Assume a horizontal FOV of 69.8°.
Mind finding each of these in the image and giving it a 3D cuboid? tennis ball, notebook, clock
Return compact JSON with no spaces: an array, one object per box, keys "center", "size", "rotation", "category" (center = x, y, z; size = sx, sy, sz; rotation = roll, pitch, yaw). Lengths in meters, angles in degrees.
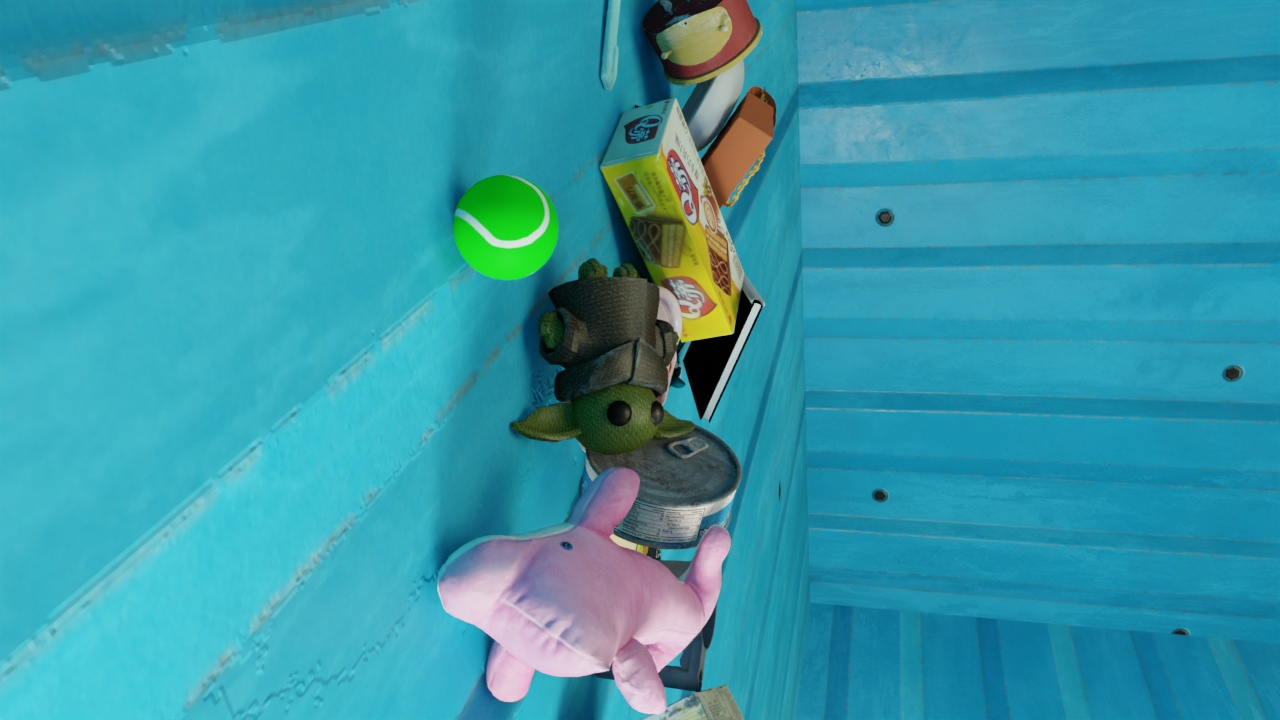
[{"center":[-0.084,-0.083,0.574],"size":[0.065,0.065,0.065],"rotation":[2,89,-75],"category":"tennis ball"},{"center":[0.094,-0.031,1.089],"size":[0.206,0.016,0.149],"rotation":[-99,-149,-71],"category":"notebook"},{"center":[0.063,-0.379,1.001],"size":[0.081,0.117,0.158],"rotation":[54,28,-38],"category":"clock"}]

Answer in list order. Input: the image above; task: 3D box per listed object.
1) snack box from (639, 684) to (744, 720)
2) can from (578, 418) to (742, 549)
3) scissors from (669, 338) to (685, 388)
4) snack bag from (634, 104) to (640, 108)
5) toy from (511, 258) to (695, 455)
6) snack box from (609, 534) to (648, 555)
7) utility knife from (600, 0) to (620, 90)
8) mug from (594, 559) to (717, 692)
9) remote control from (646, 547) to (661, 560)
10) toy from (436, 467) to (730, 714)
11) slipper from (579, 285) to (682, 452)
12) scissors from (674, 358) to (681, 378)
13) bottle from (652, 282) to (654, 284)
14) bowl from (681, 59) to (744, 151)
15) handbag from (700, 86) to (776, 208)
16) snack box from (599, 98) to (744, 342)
[{"center":[0.011,0.338,0.810],"size":[0.042,0.145,0.144],"rotation":[64,6,21],"category":"snack box"},{"center":[0.016,0.097,0.760],"size":[0.129,0.130,0.044],"rotation":[-60,163,-61],"category":"can"},{"center":[0.040,-0.003,1.085],"size":[0.155,0.019,0.124],"rotation":[67,34,-66],"category":"scissors"},{"center":[0.035,-0.186,1.016],"size":[0.016,0.070,0.197],"rotation":[-38,137,-26],"category":"snack bag"},{"center":[-0.023,-0.002,0.729],"size":[0.179,0.078,0.152],"rotation":[3,78,-41],"category":"toy"},{"center":[-0.013,0.148,0.843],"size":[0.088,0.040,0.126],"rotation":[-60,162,-61],"category":"snack box"},{"center":[-0.024,-0.340,0.872],"size":[0.022,0.015,0.165],"rotation":[29,65,-74],"category":"utility knife"},{"center":[0.015,0.254,0.892],"size":[0.084,0.104,0.123],"rotation":[70,26,-54],"category":"mug"},{"center":[0.014,0.205,1.056],"size":[0.033,0.015,0.146],"rotation":[23,69,-74],"category":"remote control"},{"center":[-0.020,0.179,0.625],"size":[0.265,0.128,0.187],"rotation":[24,99,-50],"category":"toy"},{"center":[-0.005,0.005,0.870],"size":[0.220,0.056,0.107],"rotation":[-55,144,-49],"category":"slipper"},{"center":[0.038,-0.021,1.134],"size":[0.174,0.014,0.142],"rotation":[-67,157,-49],"category":"scissors"},{"center":[0.026,-0.056,1.027],"size":[0.135,0.044,0.044],"rotation":[-73,158,-46],"category":"bottle"},{"center":[0.082,-0.294,1.064],"size":[0.150,0.043,0.149],"rotation":[-58,-169,19],"category":"bowl"},{"center":[0.098,-0.225,1.078],"size":[0.172,0.060,0.108],"rotation":[-52,-166,37],"category":"handbag"},{"center":[0.039,-0.139,0.949],"size":[0.109,0.062,0.230],"rotation":[-74,146,-45],"category":"snack box"}]
